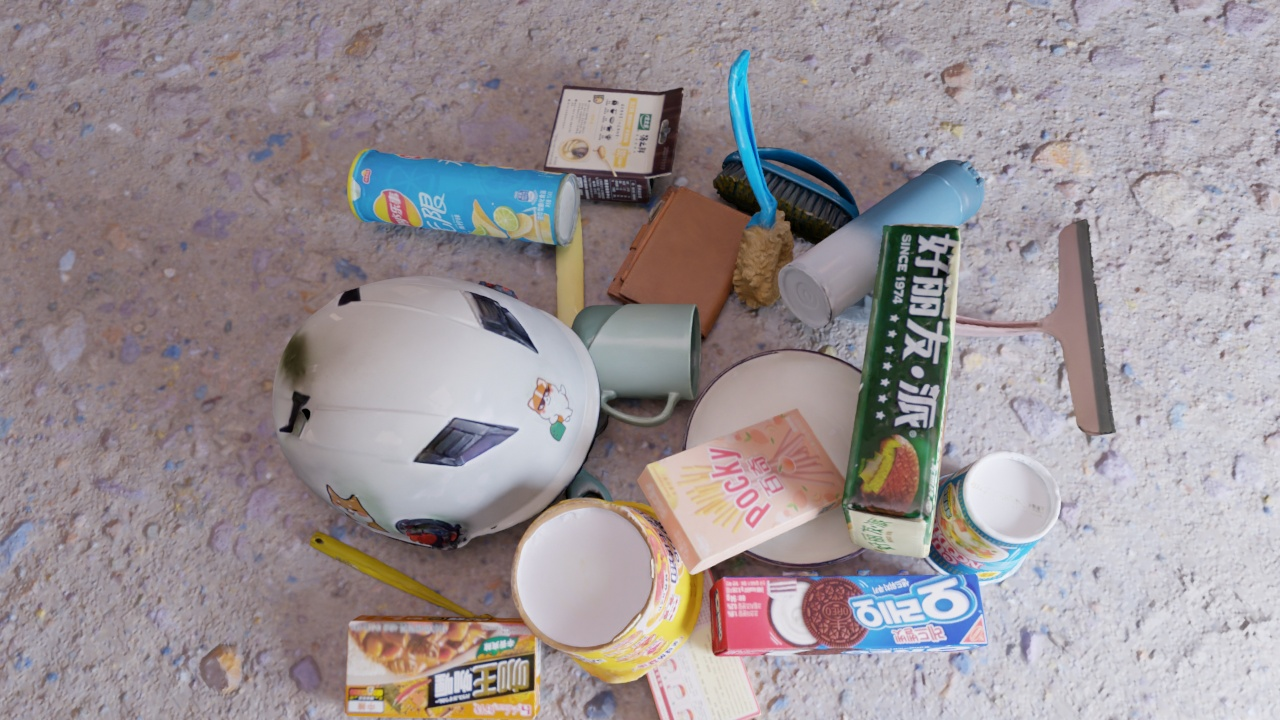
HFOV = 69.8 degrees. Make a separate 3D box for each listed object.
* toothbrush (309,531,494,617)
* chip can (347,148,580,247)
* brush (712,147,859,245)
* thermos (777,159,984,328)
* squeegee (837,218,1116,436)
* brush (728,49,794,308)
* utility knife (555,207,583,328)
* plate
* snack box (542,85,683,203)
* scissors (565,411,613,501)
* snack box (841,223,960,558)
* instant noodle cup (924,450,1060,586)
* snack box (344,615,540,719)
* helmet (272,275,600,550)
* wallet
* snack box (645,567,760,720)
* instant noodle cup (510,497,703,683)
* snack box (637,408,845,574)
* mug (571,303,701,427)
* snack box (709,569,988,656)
[{"bbox_3d":[-0.198,0.188,0.773,0.190,0.017,0.015,22,71,12],"label":"toothbrush"},{"bbox_3d":[-0.168,-0.156,0.878,0.210,0.071,0.071,8,68,11],"label":"chip can"},{"bbox_3d":[0.144,-0.164,0.879,0.144,0.055,0.073,27,72,14],"label":"brush"},{"bbox_3d":[0.223,-0.110,0.830,0.220,0.070,0.070,-34,69,-21],"label":"thermos"},{"bbox_3d":[0.278,-0.040,0.830,0.250,0.040,0.247,6,53,12],"label":"squeegee"},{"bbox_3d":[0.097,-0.145,0.778,0.046,0.255,0.083,17,57,28],"label":"brush"},{"bbox_3d":[-0.069,-0.071,0.872,0.031,0.022,0.212,-4,60,2],"label":"utility knife"},{"bbox_3d":[0.132,0.084,0.786,0.192,0.039,0.192,-1,67,3],"label":"plate"},{"bbox_3d":[-0.025,-0.216,0.908,0.126,0.053,0.113,6,63,5],"label":"snack box"},{"bbox_3d":[-0.098,0.111,0.800,0.181,0.019,0.170,-5,69,2],"label":"scissors"},{"bbox_3d":[0.208,0.023,0.718,0.063,0.114,0.239,6,68,19],"label":"snack box"},{"bbox_3d":[0.276,0.119,0.725,0.099,0.110,0.099,-1,67,3],"label":"instant noodle cup"},{"bbox_3d":[-0.157,0.244,0.732,0.154,0.026,0.075,0,85,4],"label":"snack box"},{"bbox_3d":[-0.185,0.024,0.736,0.275,0.157,0.229,2,67,29],"label":"helmet"},{"bbox_3d":[0.043,-0.096,0.870,0.108,0.031,0.131,26,71,9],"label":"wallet"},{"bbox_3d":[0.034,0.221,0.741,0.077,0.027,0.155,-18,68,-5],"label":"snack box"},{"bbox_3d":[-0.028,0.166,0.694,0.138,0.110,0.138,-4,72,13],"label":"instant noodle cup"},{"bbox_3d":[0.083,0.098,0.713,0.157,0.026,0.084,-17,64,-32],"label":"snack box"},{"bbox_3d":[-0.005,0.005,0.800,0.106,0.082,0.111,1,66,9],"label":"mug"},{"bbox_3d":[0.160,0.197,0.714,0.207,0.057,0.058,1,67,-6],"label":"snack box"}]
